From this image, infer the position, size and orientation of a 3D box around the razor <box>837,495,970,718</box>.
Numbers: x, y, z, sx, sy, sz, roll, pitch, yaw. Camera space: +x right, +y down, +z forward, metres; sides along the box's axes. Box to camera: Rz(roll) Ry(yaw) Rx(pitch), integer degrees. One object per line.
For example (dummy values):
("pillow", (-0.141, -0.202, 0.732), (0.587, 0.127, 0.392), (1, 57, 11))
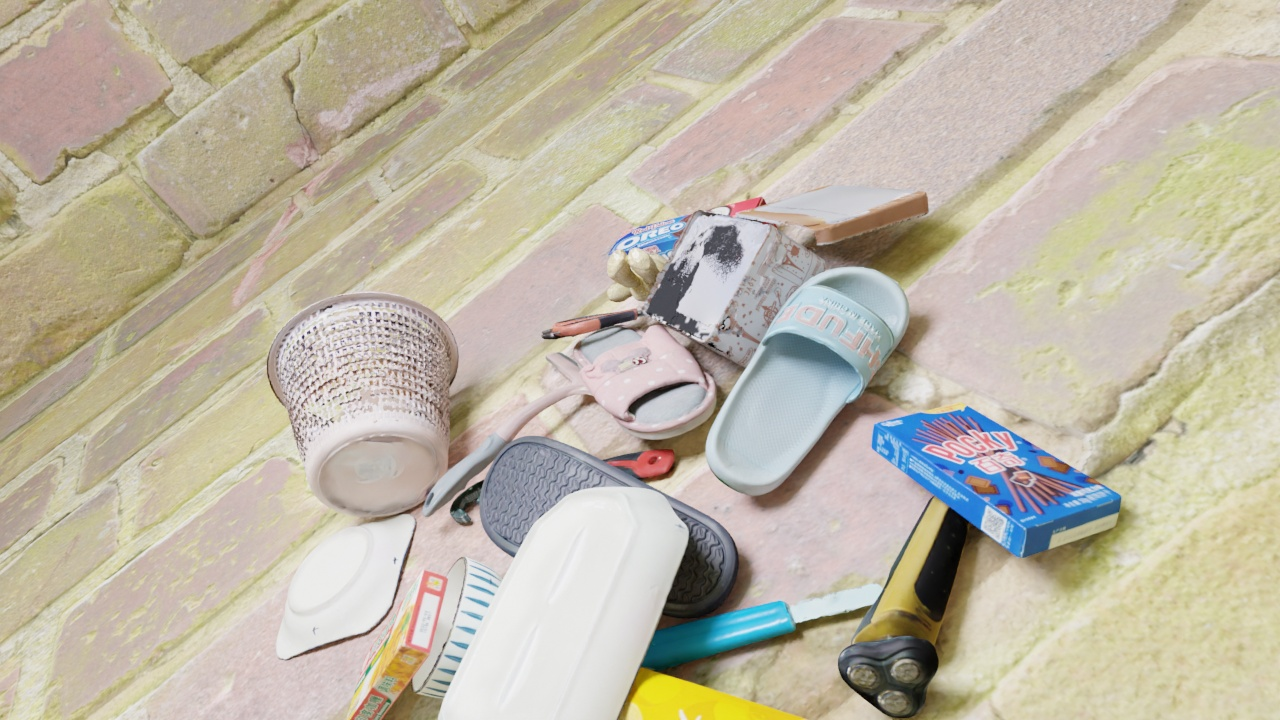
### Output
("razor", (0.189, 0.156, 0.618), (0.167, 0.062, 0.068), (-53, 5, -35))

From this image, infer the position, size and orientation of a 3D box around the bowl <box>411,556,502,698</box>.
("bowl", (-0.143, 0.233, 0.784), (0.117, 0.066, 0.116), (-56, 20, 31))

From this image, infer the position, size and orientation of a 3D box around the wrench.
("wrench", (-0.085, 0.124, 0.939), (0.274, 0.016, 0.056), (-16, 34, 27))

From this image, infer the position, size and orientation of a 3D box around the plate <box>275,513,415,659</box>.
("plate", (-0.330, 0.235, 1.001), (0.164, 0.034, 0.163), (-23, 34, 19))

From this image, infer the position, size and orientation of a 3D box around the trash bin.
("trash bin", (-0.311, 0.064, 1.065), (0.227, 0.227, 0.192), (-31, 45, 6))

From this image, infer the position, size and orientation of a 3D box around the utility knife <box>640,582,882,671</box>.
("utility knife", (0.081, 0.199, 0.686), (0.217, 0.018, 0.034), (-22, 33, 22))

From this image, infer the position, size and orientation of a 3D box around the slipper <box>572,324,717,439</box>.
("slipper", (-0.006, 0.006, 0.962), (0.114, 0.054, 0.274), (-23, 25, -11))

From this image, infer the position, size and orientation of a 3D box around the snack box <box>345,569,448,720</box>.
("snack box", (-0.214, 0.258, 0.802), (0.156, 0.027, 0.076), (-54, 19, 34))

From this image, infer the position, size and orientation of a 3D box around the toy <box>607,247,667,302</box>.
("toy", (0.005, -0.099, 1.045), (0.105, 0.066, 0.157), (-18, -8, 15))

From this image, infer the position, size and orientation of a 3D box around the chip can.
("chip can", (0.037, 0.253, 0.611), (0.214, 0.072, 0.071), (-1, 45, 43))

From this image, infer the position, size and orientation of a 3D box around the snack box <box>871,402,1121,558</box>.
("snack box", (0.246, 0.079, 0.654), (0.084, 0.026, 0.157), (-11, 26, -21))

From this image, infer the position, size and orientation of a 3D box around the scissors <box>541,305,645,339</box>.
("scissors", (-0.008, -0.051, 1.045), (0.196, 0.015, 0.206), (-18, 9, -39))

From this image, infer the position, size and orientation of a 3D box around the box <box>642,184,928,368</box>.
("box", (0.135, -0.111, 0.929), (0.273, 0.125, 0.179), (-40, 24, -8))

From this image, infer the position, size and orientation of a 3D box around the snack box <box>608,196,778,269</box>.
("snack box", (0.061, -0.140, 1.116), (0.208, 0.058, 0.057), (-8, 38, 36))

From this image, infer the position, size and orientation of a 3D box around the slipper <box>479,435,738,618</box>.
("slipper", (-0.030, 0.155, 0.806), (0.268, 0.083, 0.110), (19, 69, 32))

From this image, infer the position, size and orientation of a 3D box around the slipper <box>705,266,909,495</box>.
("slipper", (0.145, 0.008, 0.793), (0.245, 0.104, 0.074), (-51, -8, -18))

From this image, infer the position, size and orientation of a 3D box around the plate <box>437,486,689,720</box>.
("plate", (-0.065, 0.194, 0.678), (0.162, 0.034, 0.264), (-5, 45, 39))

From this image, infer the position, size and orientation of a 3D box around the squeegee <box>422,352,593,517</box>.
("squeegee", (-0.139, 0.082, 0.997), (0.249, 0.040, 0.248), (-37, 32, -15))
